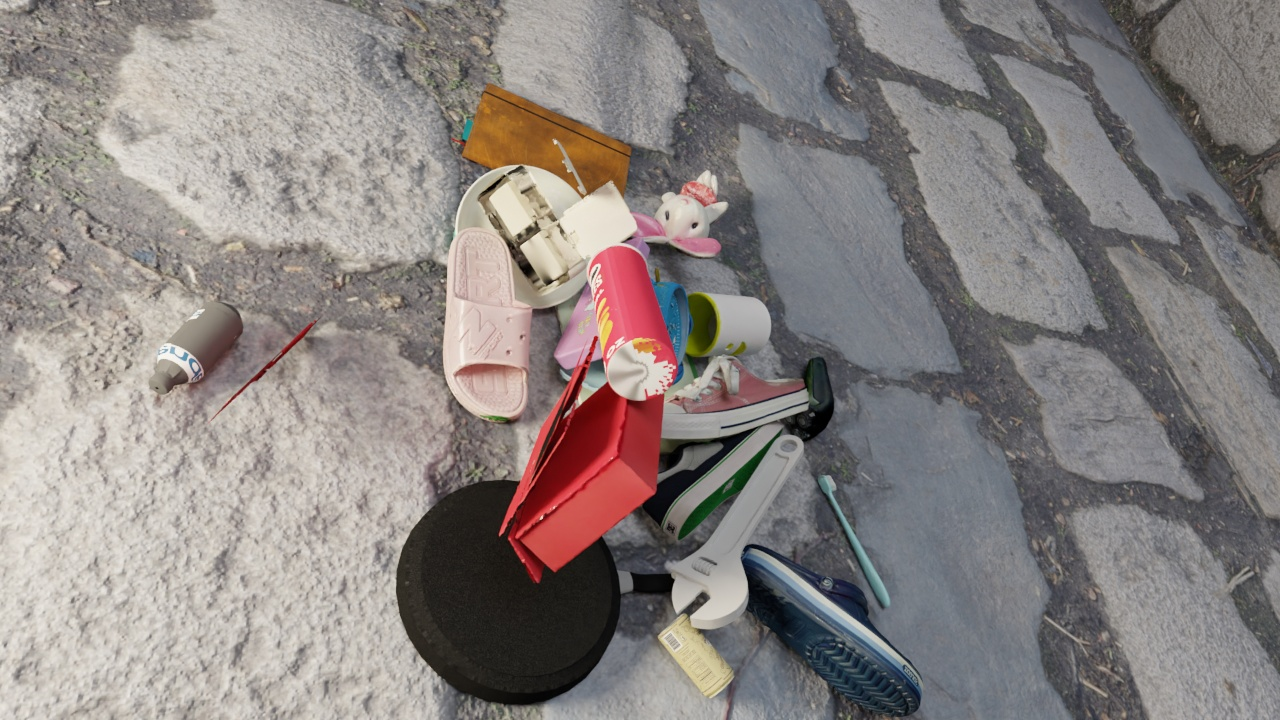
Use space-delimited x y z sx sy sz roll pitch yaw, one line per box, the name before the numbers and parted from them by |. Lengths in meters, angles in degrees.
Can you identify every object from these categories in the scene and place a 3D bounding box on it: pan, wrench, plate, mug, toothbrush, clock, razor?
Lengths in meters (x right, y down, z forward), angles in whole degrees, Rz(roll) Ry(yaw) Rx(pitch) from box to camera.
pan | -0.065 0.223 0.929 0.355 0.034 0.225 5 53 -27
wrench | 0.120 0.178 1.002 0.087 0.018 0.272 18 48 29
plate | -0.144 -0.150 1.142 0.182 0.034 0.182 5 79 -24
mug | 0.107 -0.046 1.203 0.106 0.083 0.082 -1 56 -42
toothbrush | 0.267 0.223 1.145 0.016 0.016 0.180 3 54 -41
clock | 0.023 -0.035 1.109 0.060 0.161 0.116 2 66 19
razor | 0.229 0.046 1.243 0.067 0.054 0.151 14 41 1

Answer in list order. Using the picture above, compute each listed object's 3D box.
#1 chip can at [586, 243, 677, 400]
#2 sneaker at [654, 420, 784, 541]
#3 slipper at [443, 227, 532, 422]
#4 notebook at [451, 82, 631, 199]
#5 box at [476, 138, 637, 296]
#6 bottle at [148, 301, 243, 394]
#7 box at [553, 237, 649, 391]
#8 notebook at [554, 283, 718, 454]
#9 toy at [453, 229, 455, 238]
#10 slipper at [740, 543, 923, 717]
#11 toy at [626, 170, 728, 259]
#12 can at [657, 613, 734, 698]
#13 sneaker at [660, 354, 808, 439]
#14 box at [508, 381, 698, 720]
chip can | -0.012 -0.045 0.936 0.069 0.069 0.220 19 26 -18
sneaker | 0.085 0.118 1.076 0.079 0.084 0.234 36 42 23
slipper | -0.171 -0.050 1.033 0.094 0.065 0.239 3 67 -28
notebook | -0.134 -0.308 1.319 0.249 0.014 0.178 21 48 -16
box | -0.091 -0.168 1.046 0.068 0.192 0.143 -38 101 -31
bottle | -0.429 -0.011 0.883 0.047 0.047 0.112 30 46 -7
box | -0.042 -0.058 1.130 0.077 0.096 0.213 4 44 16
notebook | -0.007 0.007 1.151 0.181 0.010 0.252 3 54 -29
toy | -0.182 -0.160 1.163 0.105 0.033 0.085 17 61 -20
slipper | 0.211 0.280 1.000 0.253 0.105 0.095 39 52 4
toy | 0.065 -0.206 1.314 0.159 0.084 0.193 22 43 17
can | 0.057 0.302 0.938 0.079 0.038 0.038 49 46 11
sneaker | 0.098 0.038 1.091 0.240 0.118 0.088 -11 95 -30
box | 0.006 0.187 0.920 0.325 0.153 0.213 61 14 -17
